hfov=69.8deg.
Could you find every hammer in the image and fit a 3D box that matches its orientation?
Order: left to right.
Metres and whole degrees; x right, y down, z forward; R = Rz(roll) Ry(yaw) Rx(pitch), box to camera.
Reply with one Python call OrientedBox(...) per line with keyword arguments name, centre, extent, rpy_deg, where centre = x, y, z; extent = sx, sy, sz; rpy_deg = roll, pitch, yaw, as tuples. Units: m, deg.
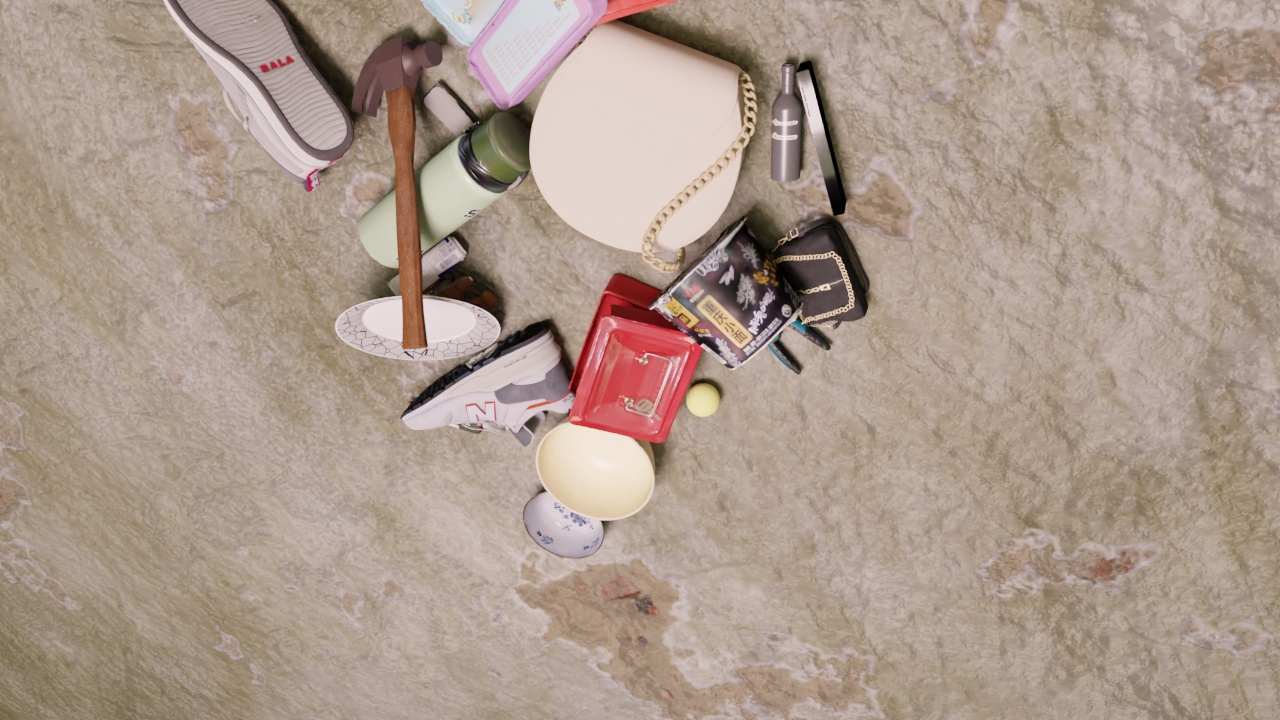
OrientedBox(name="hammer", centre=(-0.246, -0.173, 0.960), extent=(0.115, 0.033, 0.323), rpy_deg=(-6, 87, 35))

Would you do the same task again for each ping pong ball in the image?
OrientedBox(name="ping pong ball", centre=(0.074, 0.047, 1.091), extent=(0.040, 0.040, 0.040), rpy_deg=(7, 121, 12))

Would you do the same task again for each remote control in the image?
OrientedBox(name="remote control", centre=(-0.180, -0.244, 1.006), extent=(0.033, 0.013, 0.136), rpy_deg=(-36, 105, 32))
OrientedBox(name="remote control", centre=(0.179, -0.218, 0.907), extent=(0.013, 0.034, 0.150), rpy_deg=(-11, 116, 21))

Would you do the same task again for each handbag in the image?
OrientedBox(name="handbag", centre=(-0.002, -0.215, 0.920), extent=(0.210, 0.103, 0.209), rpy_deg=(21, 119, 1))
OrientedBox(name="handbag", centre=(0.191, -0.088, 0.978), extent=(0.079, 0.054, 0.128), rpy_deg=(-13, 119, 34))

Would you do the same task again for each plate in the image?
OrientedBox(name="plate", centre=(-0.262, -0.043, 1.088), extent=(0.188, 0.016, 0.189), rpy_deg=(-4, 159, -2))

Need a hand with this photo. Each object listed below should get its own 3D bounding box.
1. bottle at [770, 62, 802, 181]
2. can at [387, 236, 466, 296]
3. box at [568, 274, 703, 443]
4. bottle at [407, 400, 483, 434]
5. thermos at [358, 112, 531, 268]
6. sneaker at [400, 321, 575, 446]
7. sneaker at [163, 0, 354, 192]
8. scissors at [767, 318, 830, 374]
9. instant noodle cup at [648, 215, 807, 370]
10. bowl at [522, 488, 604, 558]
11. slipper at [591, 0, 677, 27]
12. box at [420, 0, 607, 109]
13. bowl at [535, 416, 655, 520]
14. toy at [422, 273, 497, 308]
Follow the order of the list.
OrientedBox(name="bottle", centre=(0.145, -0.236, 0.908), extent=(0.030, 0.030, 0.113), rpy_deg=(4, 121, 13))
OrientedBox(name="can", centre=(-0.248, -0.106, 1.072), extent=(0.095, 0.032, 0.032), rpy_deg=(-38, 107, -2))
OrientedBox(name="box", centre=(-0.005, -0.002, 1.062), extent=(0.134, 0.110, 0.158), rpy_deg=(17, 120, -8))
OrientedBox(name="bottle", centre=(-0.257, 0.071, 1.208), extent=(0.106, 0.025, 0.025), rpy_deg=(16, 123, 6))
OrientedBox(name="thermos", centre=(-0.211, -0.187, 1.000), extent=(0.232, 0.082, 0.082), rpy_deg=(-27, 110, 34))
OrientedBox(name="sneaker", centre=(-0.179, 0.057, 1.140), extent=(0.240, 0.088, 0.124), rpy_deg=(-29, 106, 24))
OrientedBox(name="sneaker", centre=(-0.420, -0.305, 1.001), extent=(0.263, 0.096, 0.129), rpy_deg=(52, 146, -4))
OrientedBox(name="scissors", centre=(0.148, -0.039, 1.032), extent=(0.124, 0.019, 0.148), rpy_deg=(-3, 117, 18))
OrientedBox(name="instant noodle cup", centre=(0.094, -0.063, 0.958), extent=(0.112, 0.137, 0.138), rpy_deg=(46, 121, -5))
OrientedBox(name="bowl", centre=(-0.097, 0.207, 1.232), extent=(0.114, 0.045, 0.114), rpy_deg=(7, 122, 12))
OrientedBox(name="slipper", centre=(0.021, -0.366, 0.824), extent=(0.249, 0.103, 0.059), rpy_deg=(-8, 135, 28))
OrientedBox(name="box", centre=(-0.127, -0.341, 0.867), extent=(0.151, 0.034, 0.215), rpy_deg=(51, 149, -13))
OrientedBox(name="bowl", centre=(-0.048, 0.118, 1.147), extent=(0.151, 0.075, 0.151), rpy_deg=(8, 122, 12))
OrientedBox(name="toy", centre=(-0.227, -0.079, 1.100), extent=(0.102, 0.041, 0.054), rpy_deg=(-13, 77, 12))
